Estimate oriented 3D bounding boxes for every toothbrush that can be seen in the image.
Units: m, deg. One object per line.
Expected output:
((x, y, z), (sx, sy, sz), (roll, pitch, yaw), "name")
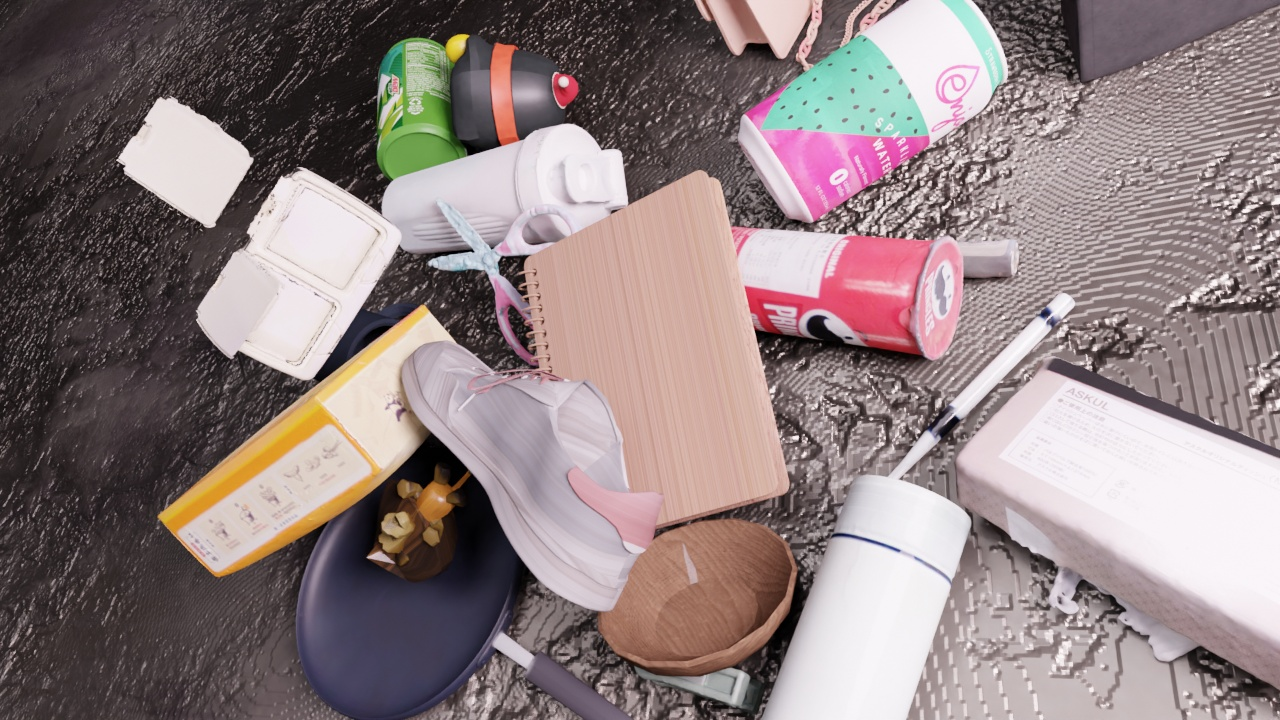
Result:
((0.182, 0.028, 0.530), (0.187, 0.017, 0.012), (-45, 52, -1), "toothbrush")
((0.151, -0.070, 0.607), (0.186, 0.022, 0.024), (7, 98, 34), "toothbrush")

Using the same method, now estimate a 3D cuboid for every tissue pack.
((0.248, 0.080, 0.435), (0.103, 0.071, 0.181), (-42, 49, -19), "tissue pack")

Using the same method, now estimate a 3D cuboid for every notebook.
((-0.004, 0.003, 0.601), (0.169, 0.022, 0.210), (-22, 70, 31), "notebook")

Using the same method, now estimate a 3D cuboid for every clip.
((0.031, 0.180, 0.523), (0.076, 0.047, 0.023), (5, 63, 36), "clip")

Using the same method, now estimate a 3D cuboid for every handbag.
((0.152, -0.336, 0.707), (0.187, 0.116, 0.198), (18, 72, 38), "handbag")
((0.345, -0.271, 0.516), (0.196, 0.176, 0.072), (-10, 56, 22), "handbag")

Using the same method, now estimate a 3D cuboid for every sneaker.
((-0.062, 0.041, 0.563), (0.089, 0.099, 0.236), (-50, 52, 6), "sneaker")

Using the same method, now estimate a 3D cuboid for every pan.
((-0.108, 0.177, 0.612), (0.357, 0.021, 0.198), (20, 74, 39), "pan")

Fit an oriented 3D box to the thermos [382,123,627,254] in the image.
((-0.115, -0.138, 0.770), (0.221, 0.099, 0.099), (-2, 61, 35), "thermos")

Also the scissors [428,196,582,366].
((-0.103, -0.083, 0.711), (0.172, 0.014, 0.159), (51, 126, 18), "scissors")

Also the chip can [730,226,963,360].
((0.085, -0.052, 0.604), (0.233, 0.073, 0.073), (10, 68, 36), "chip can")

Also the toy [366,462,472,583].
((-0.144, 0.103, 0.621), (0.100, 0.062, 0.076), (-47, 65, 22), "toy")

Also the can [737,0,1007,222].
((0.154, -0.171, 0.623), (0.166, 0.088, 0.088), (-33, 50, 10), "can")

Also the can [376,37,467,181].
((-0.214, -0.241, 0.895), (0.083, 0.083, 0.144), (-24, 52, 17), "can")

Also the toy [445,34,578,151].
((-0.113, -0.237, 0.830), (0.119, 0.098, 0.099), (-3, 58, 4), "toy")

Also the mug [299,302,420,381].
((-0.228, -0.017, 0.783), (0.077, 0.071, 0.104), (16, 45, 37), "mug")

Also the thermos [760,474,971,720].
((0.099, 0.172, 0.460), (0.068, 0.068, 0.229), (12, 68, 36), "thermos")

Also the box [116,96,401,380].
((-0.279, -0.077, 0.646), (0.143, 0.194, 0.101), (-59, 28, 1), "box")

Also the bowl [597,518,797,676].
((0.035, 0.139, 0.523), (0.118, 0.030, 0.117), (-17, 25, 8), "bowl")

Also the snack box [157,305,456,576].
((-0.226, 0.063, 0.666), (0.196, 0.080, 0.144), (-32, 14, 28), "snack box")
